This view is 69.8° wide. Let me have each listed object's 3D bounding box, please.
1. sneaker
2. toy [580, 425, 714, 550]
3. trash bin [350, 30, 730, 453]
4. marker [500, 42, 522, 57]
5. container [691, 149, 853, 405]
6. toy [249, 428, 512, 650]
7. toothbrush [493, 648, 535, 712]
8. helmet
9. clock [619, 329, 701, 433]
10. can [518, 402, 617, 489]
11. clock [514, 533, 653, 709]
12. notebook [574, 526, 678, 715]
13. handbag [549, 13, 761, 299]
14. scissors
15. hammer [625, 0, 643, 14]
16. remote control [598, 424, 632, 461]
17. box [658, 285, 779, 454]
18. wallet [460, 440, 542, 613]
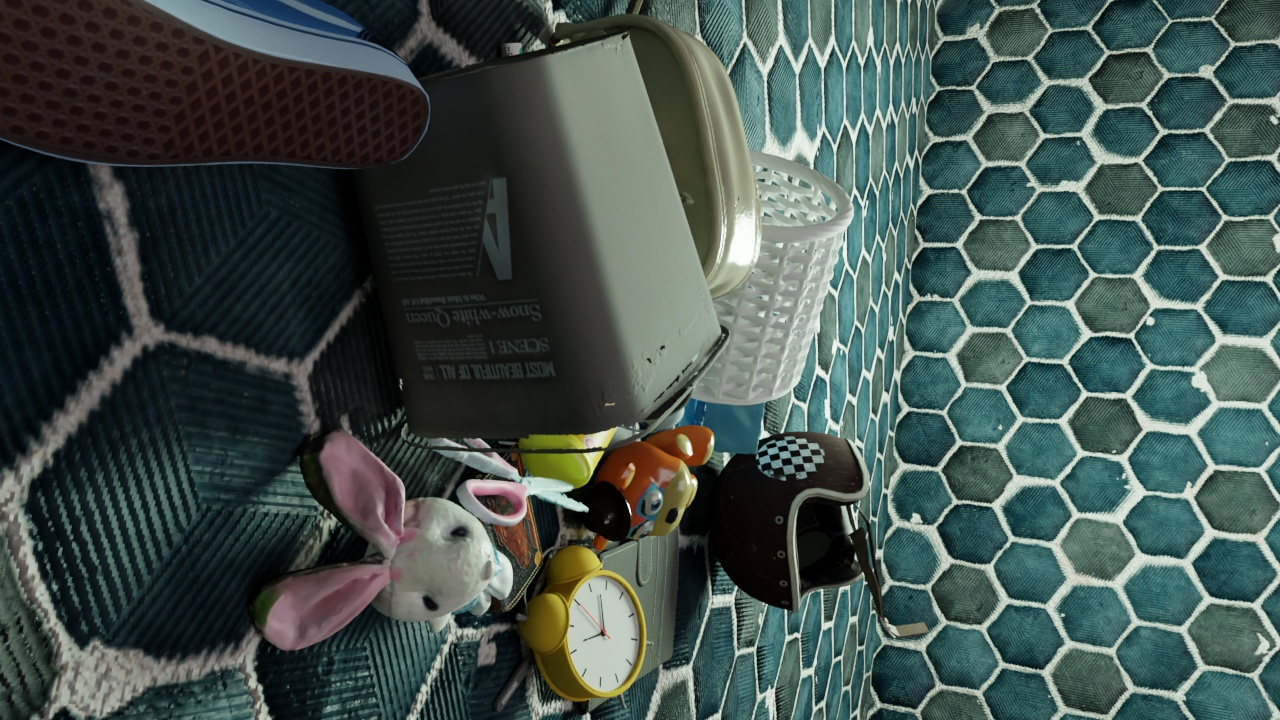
[{"bbox_3d":[-0.219,-0.146,0.421,0.240,0.098,0.084,-3,134,-50],"label":"sneaker"},{"bbox_3d":[0.004,0.124,0.903,0.175,0.096,0.112,-13,133,-42],"label":"toy"},{"bbox_3d":[-0.071,-0.082,0.603,0.196,0.198,0.220,-45,127,-54],"label":"trash bin"},{"bbox_3d":[-0.095,-0.175,0.728,0.017,0.017,0.145,-34,124,-60],"label":"marker"},{"bbox_3d":[0.089,-0.085,0.891,0.188,0.189,0.187,-50,155,-53],"label":"container"},{"bbox_3d":[-0.133,0.138,0.593,0.205,0.106,0.131,46,56,-57],"label":"toy"},{"bbox_3d":[-0.086,0.247,0.824,0.166,0.013,0.013,-51,138,-49],"label":"toothbrush"},{"bbox_3d":[0.217,0.214,1.193,0.233,0.253,0.234,-96,176,-47],"label":"helmet"},{"bbox_3d":[-0.005,0.005,0.837,0.045,0.122,0.160,-63,160,-48],"label":"clock"},{"bbox_3d":[-0.055,0.054,0.793,0.104,0.068,0.068,-60,145,-45],"label":"can"},{"bbox_3d":[-0.051,0.234,0.819,0.152,0.052,0.113,55,41,-22],"label":"clock"},{"bbox_3d":[-0.008,0.265,0.983,0.208,0.029,0.169,2,93,-67],"label":"notebook"},{"bbox_3d":[-0.008,-0.162,0.729,0.131,0.184,0.229,-7,101,-61],"label":"handbag"},{"bbox_3d":[-0.099,0.081,0.696,0.016,0.108,0.179,-46,158,13],"label":"scissors"},{"bbox_3d":[0.021,-0.422,0.933,0.147,0.028,0.316,58,43,-52],"label":"hammer"},{"bbox_3d":[-0.038,0.080,0.905,0.124,0.009,0.046,22,74,-65],"label":"remote control"},{"bbox_3d":[0.103,-0.008,1.082,0.094,0.110,0.231,49,50,-59],"label":"box"},{"bbox_3d":[-0.111,0.133,0.739,0.072,0.019,0.123,-53,141,-57],"label":"wallet"}]
